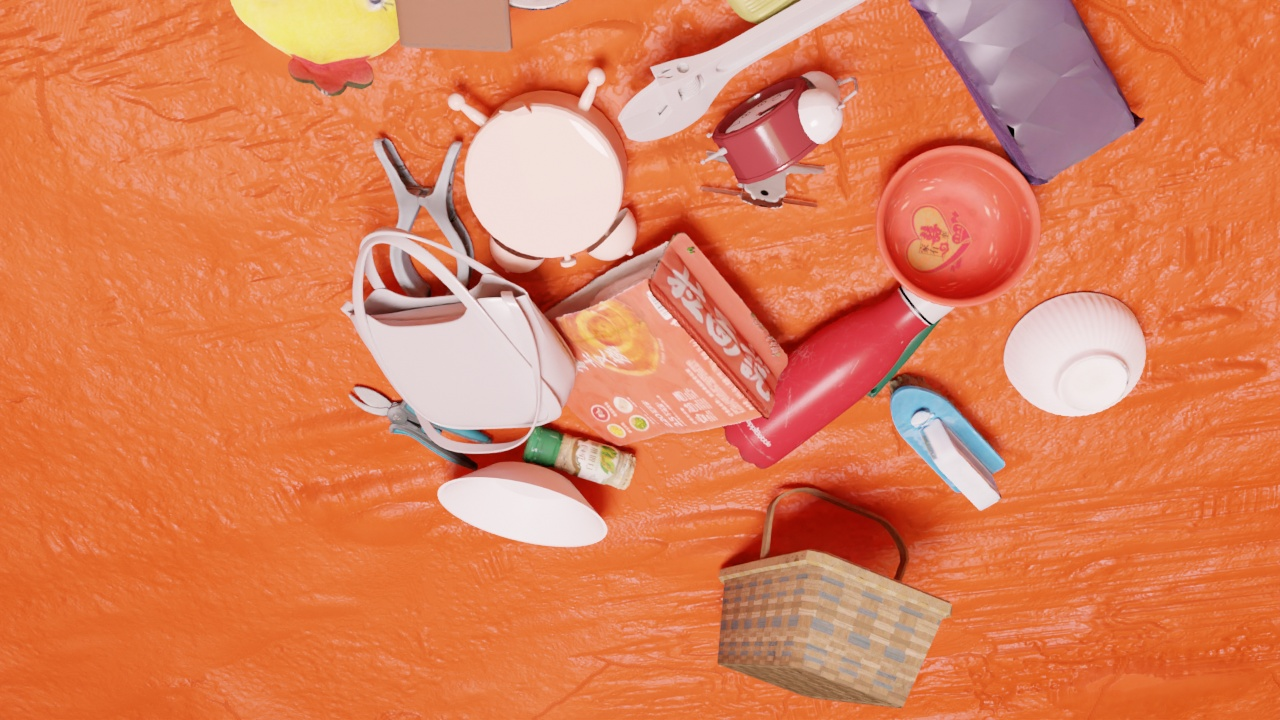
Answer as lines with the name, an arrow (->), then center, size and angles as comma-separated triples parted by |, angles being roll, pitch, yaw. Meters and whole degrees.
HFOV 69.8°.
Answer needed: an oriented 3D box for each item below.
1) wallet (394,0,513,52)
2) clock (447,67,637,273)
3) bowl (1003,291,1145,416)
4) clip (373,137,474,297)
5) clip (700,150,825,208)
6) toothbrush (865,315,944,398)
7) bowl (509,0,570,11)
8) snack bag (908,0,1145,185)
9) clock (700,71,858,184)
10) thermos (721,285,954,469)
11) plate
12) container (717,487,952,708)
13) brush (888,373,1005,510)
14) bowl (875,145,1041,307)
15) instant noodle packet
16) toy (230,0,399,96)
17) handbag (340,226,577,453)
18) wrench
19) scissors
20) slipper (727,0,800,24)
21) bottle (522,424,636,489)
wallet -> -0.135, -0.280, 0.642 | 0.087, 0.013, 0.121 | 5, 123, 8
clock -> -0.078, -0.146, 0.756 | 0.131, 0.086, 0.161 | -7, 127, 9
bowl -> 0.390, 0.005, 0.812 | 0.118, 0.062, 0.118 | 3, 122, 4
clip -> -0.203, -0.119, 0.812 | 0.106, 0.027, 0.164 | 6, 122, 1
clip -> 0.101, -0.147, 0.759 | 0.102, 0.054, 0.057 | 7, 85, 0
toothbrush -> 0.261, -0.038, 0.826 | 0.016, 0.017, 0.190 | 23, 123, -17
bowl -> -0.074, -0.315, 0.658 | 0.113, 0.063, 0.114 | 3, 122, 5
snack bag -> 0.286, -0.228, 0.681 | 0.097, 0.058, 0.205 | -34, 114, 23
clock -> 0.110, -0.183, 0.709 | 0.125, 0.087, 0.044 | -26, 115, 23
thermos -> 0.178, 0.004, 0.826 | 0.073, 0.073, 0.240 | 41, 114, -19
plate -> -0.116, 0.140, 0.934 | 0.174, 0.036, 0.174 | 9, 150, 5
container -> 0.184, 0.229, 0.914 | 0.157, 0.186, 0.250 | 23, 158, -9
brush -> 0.282, 0.073, 0.857 | 0.055, 0.075, 0.136 | -38, 112, 24
bowl -> 0.253, -0.106, 0.747 | 0.130, 0.045, 0.130 | 0, 87, 2
instant noodle packet -> -0.005, 0.005, 0.834 | 0.222, 0.083, 0.164 | -25, 118, 41
toy -> -0.229, -0.305, 0.667 | 0.133, 0.092, 0.208 | 0, 116, -21
handbag -> -0.180, -0.023, 0.801 | 0.216, 0.095, 0.223 | -5, 137, 27
wrench -> 0.106, -0.243, 0.694 | 0.273, 0.086, 0.018 | -26, 78, 10
scissors -> -0.218, 0.065, 0.933 | 0.150, 0.019, 0.131 | -12, 117, 14
slipper -> 0.063, -0.322, 0.637 | 0.092, 0.081, 0.190 | -33, 139, 15
bottle -> -0.061, 0.098, 0.923 | 0.111, 0.043, 0.043 | 18, 121, -6
